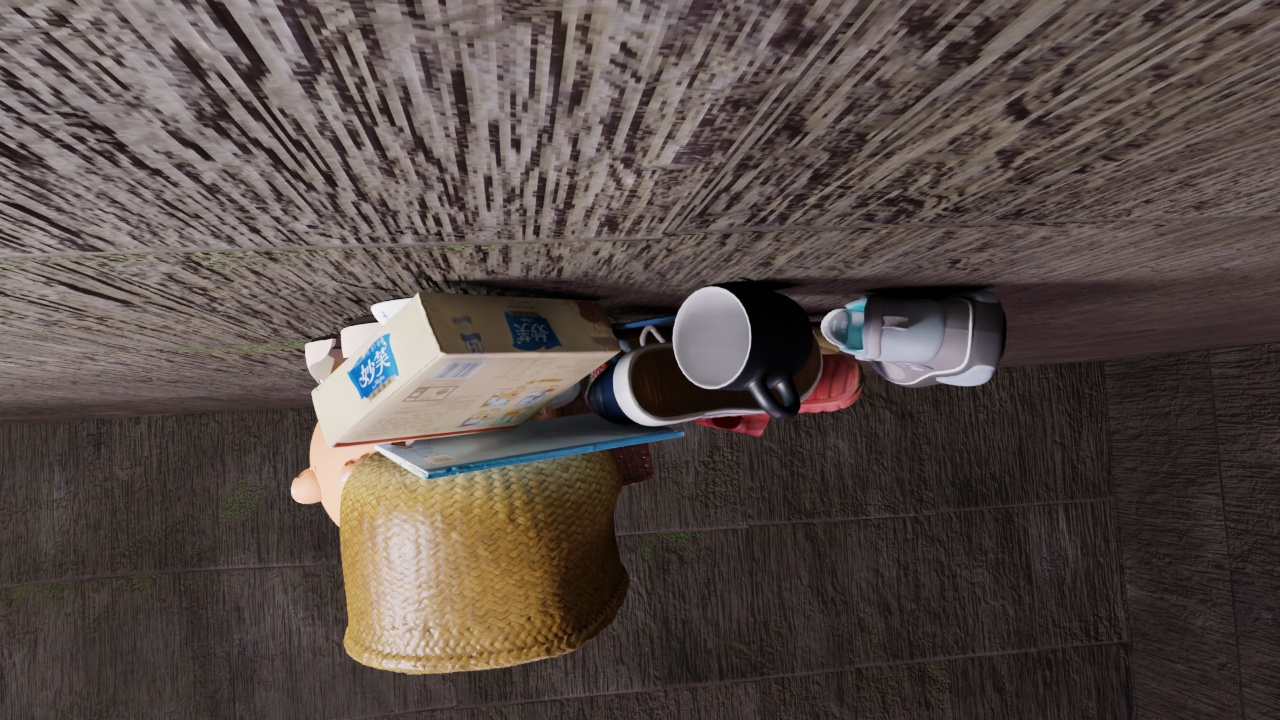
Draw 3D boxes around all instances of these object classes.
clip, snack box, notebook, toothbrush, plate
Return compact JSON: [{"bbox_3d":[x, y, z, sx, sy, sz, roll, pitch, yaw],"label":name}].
[{"bbox_3d":[-0.132,-0.003,1.028,0.164,0.031,0.169,11,146,-15],"label":"clip"},{"bbox_3d":[-0.137,0.008,0.755,0.154,0.055,0.207,-35,161,32],"label":"snack box"},{"bbox_3d":[-0.111,0.077,0.890,0.253,0.009,0.181,-7,-174,-28],"label":"notebook"},{"bbox_3d":[0.027,-0.039,0.963,0.016,0.014,0.167,-1,176,-40],"label":"toothbrush"},{"bbox_3d":[-0.169,-0.034,0.762,0.104,0.026,0.104,-4,177,0],"label":"plate"}]

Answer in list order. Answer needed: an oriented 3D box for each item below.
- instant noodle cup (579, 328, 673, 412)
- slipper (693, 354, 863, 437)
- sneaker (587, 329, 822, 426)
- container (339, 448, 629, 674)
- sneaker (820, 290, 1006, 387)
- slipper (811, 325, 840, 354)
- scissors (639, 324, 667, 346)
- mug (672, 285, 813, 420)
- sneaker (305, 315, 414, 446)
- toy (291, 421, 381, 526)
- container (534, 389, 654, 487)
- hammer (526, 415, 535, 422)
[{"bbox_3d":[-0.006,0.006,1.071,0.112,0.100,0.100,-10,179,-23],"label":"instant noodle cup"},{"bbox_3d":[0.140,0.041,1.074,0.249,0.103,0.059,-2,135,29],"label":"slipper"},{"bbox_3d":[0.066,0.012,0.966,0.293,0.120,0.128,-11,175,-37],"label":"sneaker"},{"bbox_3d":[-0.167,0.179,0.975,0.307,0.196,0.307,-7,-176,0],"label":"container"},{"bbox_3d":[0.252,-0.024,0.959,0.160,0.093,0.257,6,176,-9],"label":"sneaker"},{"bbox_3d":[0.165,-0.003,1.154,0.190,0.081,0.092,0,173,-14],"label":"slipper"},{"bbox_3d":[0.050,0.001,1.034,0.131,0.125,0.011,35,173,-7],"label":"scissors"},{"bbox_3d":[0.097,-0.004,0.771,0.094,0.121,0.085,-1,147,-45],"label":"mug"},{"bbox_3d":[-0.266,0.029,0.933,0.111,0.116,0.294,-1,176,-32],"label":"sneaker"},{"bbox_3d":[-0.303,0.120,1.207,0.264,0.265,0.279,-15,-176,40],"label":"toy"},{"bbox_3d":[-0.072,0.073,1.193,0.113,0.198,0.113,-14,-175,-23],"label":"container"},{"bbox_3d":[-0.106,0.055,1.610,0.190,0.100,0.325,-3,176,-2],"label":"hammer"}]
